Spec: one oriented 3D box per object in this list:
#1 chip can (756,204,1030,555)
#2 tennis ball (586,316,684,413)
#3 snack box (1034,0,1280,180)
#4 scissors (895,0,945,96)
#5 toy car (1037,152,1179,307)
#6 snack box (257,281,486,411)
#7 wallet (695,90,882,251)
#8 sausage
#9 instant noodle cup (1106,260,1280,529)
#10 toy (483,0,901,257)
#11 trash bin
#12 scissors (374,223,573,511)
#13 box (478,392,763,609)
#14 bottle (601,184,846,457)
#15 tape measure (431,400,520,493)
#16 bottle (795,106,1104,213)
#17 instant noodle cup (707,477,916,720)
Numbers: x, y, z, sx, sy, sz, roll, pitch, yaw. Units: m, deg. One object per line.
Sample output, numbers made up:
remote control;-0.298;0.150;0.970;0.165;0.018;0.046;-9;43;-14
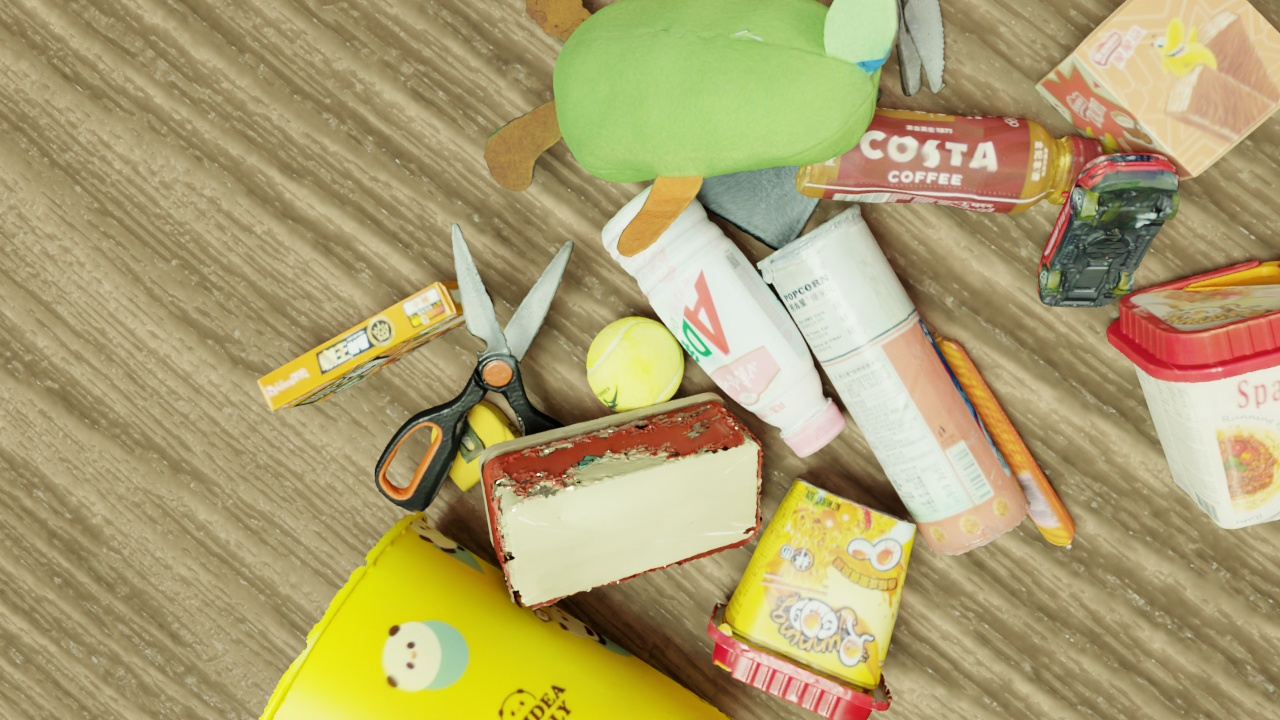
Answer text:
chip can;0.158;0.013;0.571;0.071;0.071;0.214;-31;91;13
tennis ball;-0.004;0.004;0.611;0.065;0.065;0.065;1;96;11
snack box;0.295;-0.159;0.519;0.077;0.092;0.094;-43;87;12
scissors;0.147;-0.275;0.579;0.194;0.015;0.206;27;100;7
toy car;0.263;-0.075;0.528;0.053;0.121;0.045;1;61;6
snack box;-0.183;-0.011;0.641;0.154;0.075;0.026;-27;90;13
wallet;0.085;-0.144;0.603;0.097;0.019;0.121;31;102;6
sausage;0.233;0.052;0.590;0.021;0.021;0.165;-32;89;13
instant noodle cup;0.346;0.019;0.524;0.116;0.116;0.124;-15;105;12
toy;0.025;-0.160;0.535;0.247;0.090;0.226;12;75;27
trash bin;-0.089;0.255;0.583;0.255;0.229;0.230;27;100;2
scissors;-0.093;0.025;0.614;0.221;0.021;0.224;-40;115;12
box;-0.008;0.087;0.568;0.168;0.079;0.091;-13;120;-17
bottle;0.058;-0.025;0.595;0.068;0.068;0.197;-39;90;12
tape measure;-0.122;0.057;0.660;0.060;0.029;0.057;-41;86;12
bottle;0.185;-0.121;0.558;0.175;0.057;0.057;5;97;3
instant noodle cup;0.114;0.146;0.585;0.116;0.116;0.123;21;87;9
